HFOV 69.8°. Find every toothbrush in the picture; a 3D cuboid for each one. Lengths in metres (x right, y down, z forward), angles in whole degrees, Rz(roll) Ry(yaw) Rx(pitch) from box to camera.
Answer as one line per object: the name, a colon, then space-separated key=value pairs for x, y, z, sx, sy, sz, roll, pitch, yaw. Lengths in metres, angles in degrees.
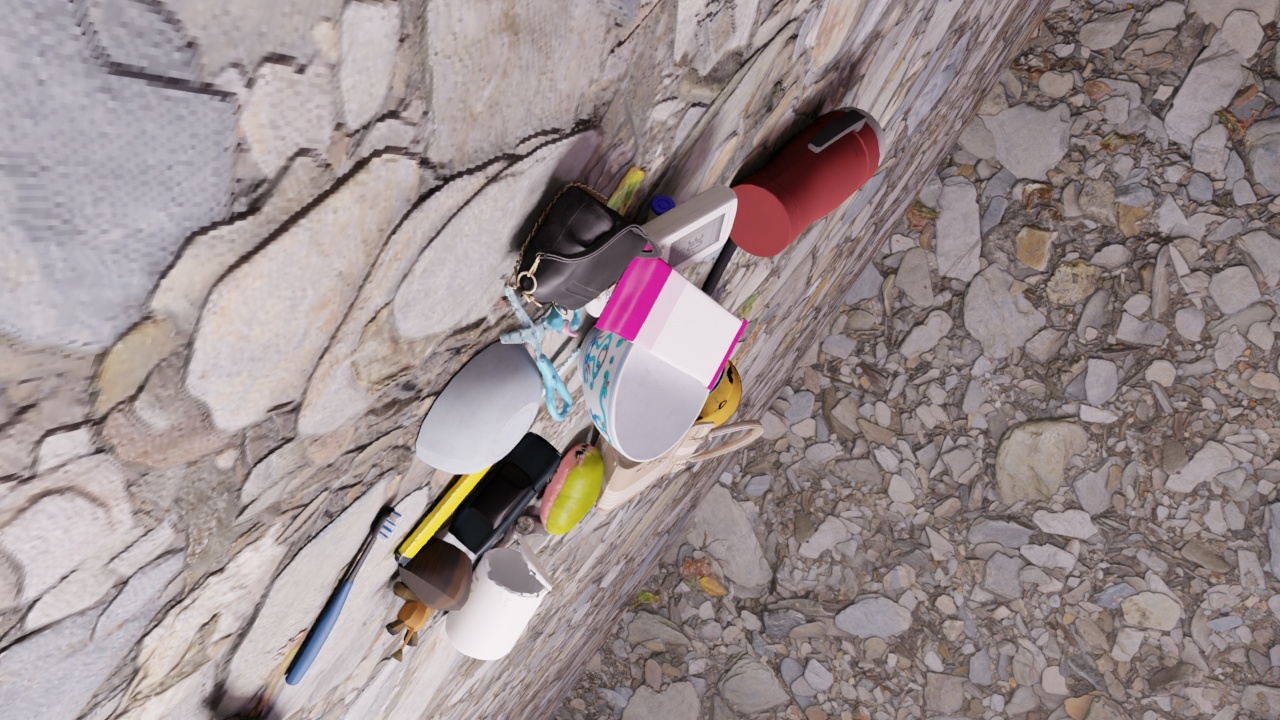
toothbrush: x=-0.113 y=0.192 z=1.060 sx=0.024 sy=0.022 sz=0.185 roll=-22 pitch=168 yaw=1
toothbrush: x=-0.213 y=0.170 z=0.652 sx=0.168 sy=0.014 sz=0.014 roll=-57 pitch=178 yaw=16

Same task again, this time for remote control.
remote control: x=0.014 y=-0.083 z=0.692 sx=0.138 sy=0.025 sz=0.060 roll=-32 pitch=158 yaw=-20

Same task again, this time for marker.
marker: x=0.004 y=-0.079 z=0.752 sx=0.020 sy=0.020 sz=0.142 roll=-45 pitch=165 yaw=-32

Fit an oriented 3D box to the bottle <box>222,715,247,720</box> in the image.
bottle: x=-0.272 y=0.280 z=0.645 sx=0.055 sy=0.055 sz=0.175 roll=-45 pitch=164 yaw=-32

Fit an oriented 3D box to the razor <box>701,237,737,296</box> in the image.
razor: x=0.084 y=-0.090 z=1.013 sx=0.042 sy=0.022 sz=0.145 roll=-102 pitch=-156 yaw=-45

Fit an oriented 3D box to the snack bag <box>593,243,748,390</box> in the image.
snack bag: x=0.030 y=-0.029 z=0.715 sx=0.070 sy=0.016 sz=0.196 roll=-61 pitch=147 yaw=1

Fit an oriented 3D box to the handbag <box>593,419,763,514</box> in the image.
handbag: x=0.046 y=0.101 z=1.046 sx=0.197 sy=0.062 sz=0.176 roll=-13 pitch=159 yaw=-16

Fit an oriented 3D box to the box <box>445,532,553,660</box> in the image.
box: x=-0.139 y=0.241 z=0.956 sx=0.143 sy=0.089 sz=0.080 roll=-60 pitch=-156 yaw=20

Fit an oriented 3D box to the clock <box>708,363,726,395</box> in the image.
clock: x=0.035 y=0.015 z=0.962 sx=0.124 sy=0.090 sz=0.053 roll=-51 pitch=177 yaw=-12

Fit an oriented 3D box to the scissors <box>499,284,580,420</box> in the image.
scissors: x=-0.067 y=-0.002 z=0.621 sx=0.140 sy=0.015 sz=0.111 roll=-15 pitch=105 yaw=-68

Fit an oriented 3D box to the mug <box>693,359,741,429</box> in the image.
mug: x=0.054 y=0.033 z=1.075 sx=0.124 sy=0.100 sz=0.094 roll=-25 pitch=167 yaw=6

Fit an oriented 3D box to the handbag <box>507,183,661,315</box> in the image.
handbag: x=-0.037 y=-0.063 z=0.572 sx=0.079 sy=0.054 sz=0.128 roll=-51 pitch=170 yaw=7

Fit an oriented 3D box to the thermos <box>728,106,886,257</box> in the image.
thermos: x=0.169 y=-0.188 z=0.904 sx=0.198 sy=0.084 sz=0.108 roll=-41 pitch=164 yaw=-37

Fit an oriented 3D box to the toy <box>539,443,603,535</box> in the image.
toy: x=-0.070 y=0.135 z=0.989 sx=0.089 sy=0.051 sz=0.110 roll=-39 pitch=159 yaw=-55

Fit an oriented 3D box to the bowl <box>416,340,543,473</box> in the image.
bowl: x=-0.103 y=0.038 z=0.633 sx=0.106 sy=0.039 sz=0.106 roll=-50 pitch=167 yaw=-16

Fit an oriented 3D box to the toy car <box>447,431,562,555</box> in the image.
toy car: x=-0.115 y=0.112 z=0.778 sx=0.112 sy=0.046 sz=0.034 roll=-50 pitch=169 yaw=-6

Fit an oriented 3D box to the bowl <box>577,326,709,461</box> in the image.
bowl: x=-0.005 y=0.005 z=0.773 sx=0.143 sy=0.074 sz=0.144 roll=-32 pitch=134 yaw=-42

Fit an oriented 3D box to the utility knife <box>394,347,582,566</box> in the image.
utility knife: x=-0.118 y=0.074 z=0.728 sx=0.223 sy=0.019 sz=0.030 roll=-47 pitch=173 yaw=-6

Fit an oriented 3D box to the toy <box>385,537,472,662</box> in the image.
toy: x=-0.176 y=0.195 z=0.747 sx=0.076 sy=0.063 sz=0.099 roll=54 pitch=51 yaw=-40
